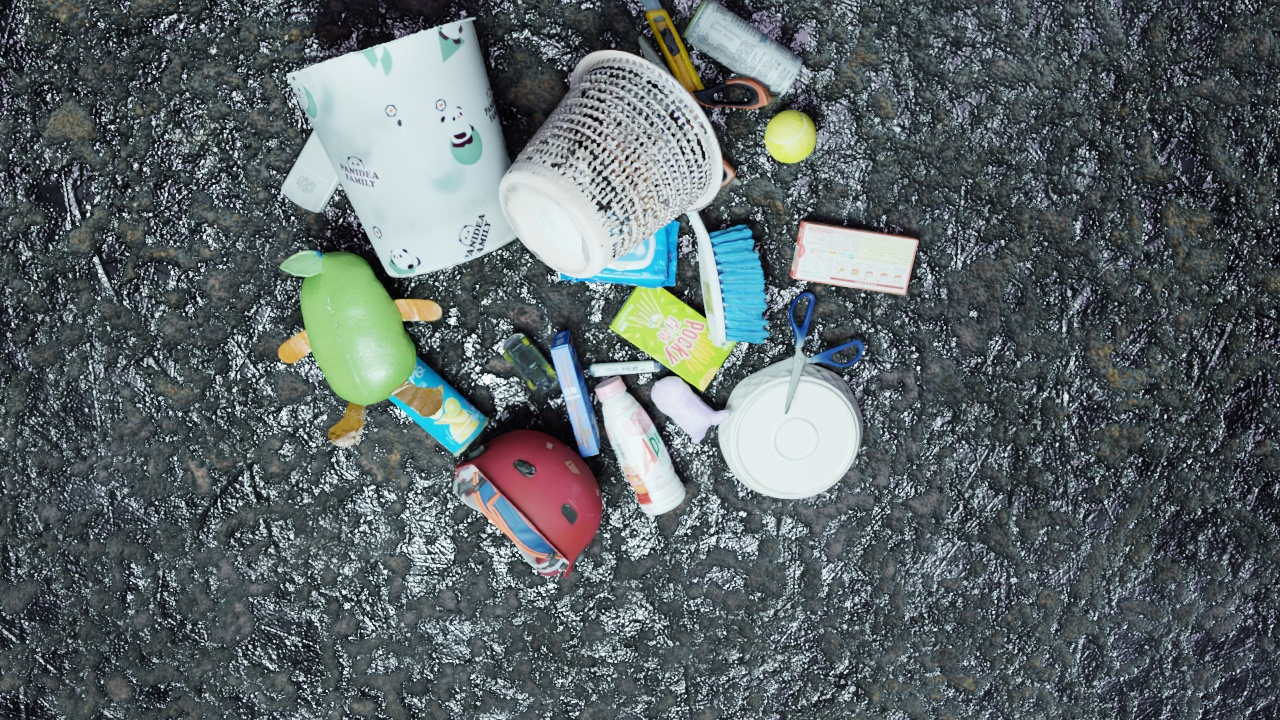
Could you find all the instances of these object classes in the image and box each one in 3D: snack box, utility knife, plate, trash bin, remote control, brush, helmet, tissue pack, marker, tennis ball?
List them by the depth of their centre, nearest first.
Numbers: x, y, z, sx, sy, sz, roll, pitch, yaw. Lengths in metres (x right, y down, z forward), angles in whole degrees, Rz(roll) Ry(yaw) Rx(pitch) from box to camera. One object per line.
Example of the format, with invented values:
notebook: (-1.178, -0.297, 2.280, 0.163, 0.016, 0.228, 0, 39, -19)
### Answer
trash bin: (-0.048, -0.210, 1.063, 0.227, 0.228, 0.191, 47, 64, -12)
trash bin: (-0.261, -0.250, 1.093, 0.229, 0.229, 0.252, -17, 111, 4)
utility knife: (0.034, -0.400, 1.153, 0.033, 0.015, 0.219, -28, 104, 4)
tennis ball: (0.190, -0.284, 1.163, 0.065, 0.065, 0.065, 0, 106, -1)
remote control: (-0.403, -0.264, 1.181, 0.058, 0.021, 0.150, 33, 103, -10)
tissue pack: (-0.029, -0.145, 1.192, 0.157, 0.052, 0.095, 4, 85, -2)
brush: (0.093, -0.165, 1.194, 0.109, 0.060, 0.314, -11, 101, -11)
helmet: (-0.131, 0.172, 1.216, 0.207, 0.240, 0.143, 45, 68, -2)
snack box: (0.285, -0.137, 1.226, 0.156, 0.027, 0.077, 8, 105, -3)
snack box: (-0.087, 0.044, 1.241, 0.026, 0.084, 0.157, -14, 105, 2)
snack box: (0.044, -0.036, 1.242, 0.156, 0.026, 0.085, 35, 88, -10)
marker: (-0.008, 0.007, 1.268, 0.131, 0.018, 0.022, -4, 96, 0)
plate: (0.214, 0.104, 1.285, 0.205, 0.045, 0.205, 0, 105, 0)

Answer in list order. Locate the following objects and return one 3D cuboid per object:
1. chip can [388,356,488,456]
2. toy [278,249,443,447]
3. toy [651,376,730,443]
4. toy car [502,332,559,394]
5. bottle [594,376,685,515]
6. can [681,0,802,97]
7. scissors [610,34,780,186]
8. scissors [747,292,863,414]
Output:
chip can: (-0.307, 0.036, 1.242, 0.210, 0.071, 0.071, 44, 101, -12)
toy: (-0.350, -0.026, 1.145, 0.227, 0.090, 0.247, -17, 97, 6)
toy: (0.063, 0.063, 1.269, 0.108, 0.038, 0.084, 42, 128, -8)
toy car: (-0.150, 0.002, 1.254, 0.042, 0.035, 0.090, -38, 103, 8)
bottle: (-0.005, 0.116, 1.276, 0.068, 0.068, 0.197, -24, 100, 5)
can: (0.127, -0.386, 1.136, 0.146, 0.058, 0.058, 30, 103, -9)
scissors: (0.066, -0.314, 1.163, 0.226, 0.015, 0.189, 6, 121, 13)
scissors: (0.223, -0.011, 1.239, 0.175, 0.012, 0.162, -5, 86, -11)
